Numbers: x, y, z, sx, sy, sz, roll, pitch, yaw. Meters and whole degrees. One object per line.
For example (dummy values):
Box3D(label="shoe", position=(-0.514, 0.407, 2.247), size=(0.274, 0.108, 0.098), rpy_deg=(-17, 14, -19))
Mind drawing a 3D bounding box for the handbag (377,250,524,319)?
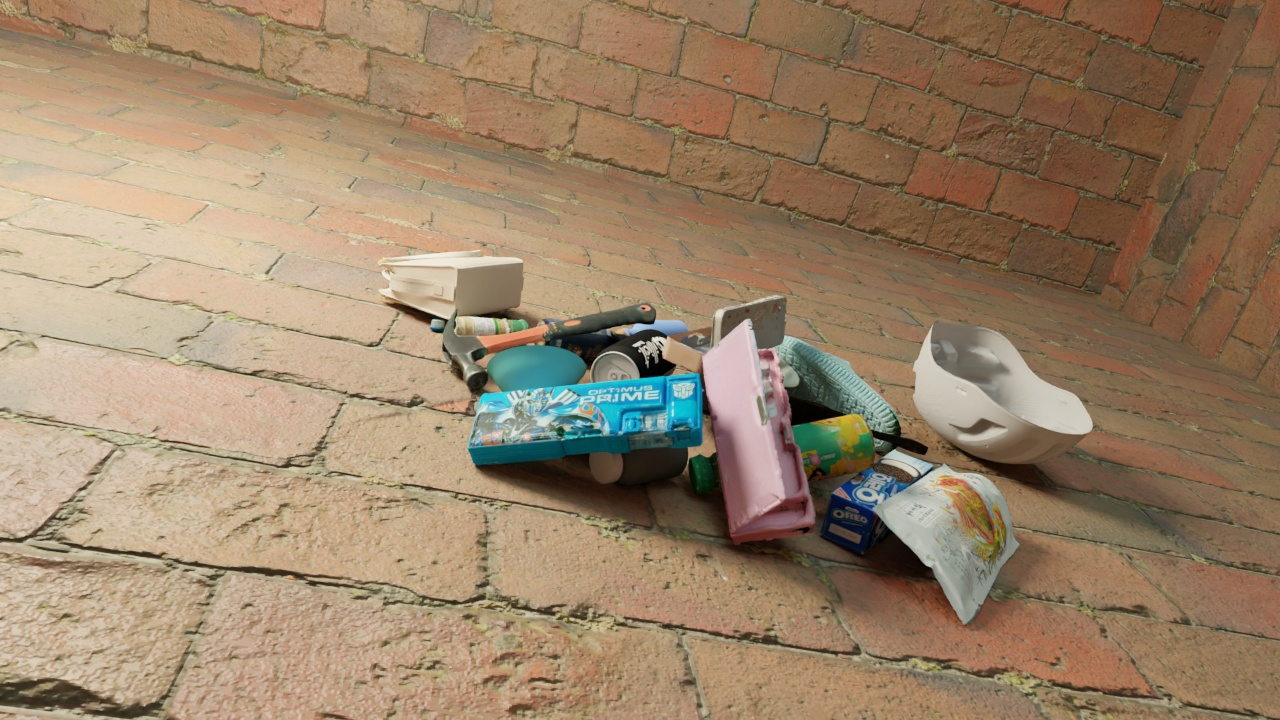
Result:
Box3D(label="handbag", position=(-0.308, -0.124, 1.389), size=(0.198, 0.101, 0.194), rpy_deg=(12, 14, 24))

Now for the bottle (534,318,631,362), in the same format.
Box3D(label="bottle", position=(-0.073, -0.026, 1.341), size=(0.160, 0.056, 0.056), rpy_deg=(7, 21, -25))

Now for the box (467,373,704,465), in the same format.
Box3D(label="box", position=(-0.053, 0.048, 1.007), size=(0.244, 0.064, 0.174), rpy_deg=(-6, 17, 8))

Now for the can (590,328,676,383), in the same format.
Box3D(label="can", position=(-0.007, 0.007, 1.261), size=(0.080, 0.080, 0.145), rpy_deg=(22, 20, 16))

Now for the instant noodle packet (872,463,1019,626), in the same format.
Box3D(label="instant noodle packet", position=(0.359, 0.192, 1.046), size=(0.147, 0.057, 0.268), rpy_deg=(50, 28, 18))

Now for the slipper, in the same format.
Box3D(label="slipper", position=(0.289, 0.038, 1.370), size=(0.069, 0.116, 0.276), rpy_deg=(-29, 46, -25))

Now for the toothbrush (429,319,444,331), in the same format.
Box3D(label="toothbrush", position=(-0.240, -0.047, 1.326), size=(0.132, 0.016, 0.021), rpy_deg=(3, 13, -33))

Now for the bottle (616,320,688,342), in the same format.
Box3D(label="bottle", position=(0.016, -0.040, 1.465), size=(0.131, 0.048, 0.048), rpy_deg=(-2, 26, -42))

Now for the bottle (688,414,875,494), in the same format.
Box3D(label="bottle", position=(0.159, 0.112, 1.051), size=(0.209, 0.068, 0.068), rpy_deg=(-10, 25, -10))

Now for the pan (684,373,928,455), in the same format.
Box3D(label="pan", position=(0.221, 0.086, 1.200), size=(0.355, 0.043, 0.249), rpy_deg=(17, -4, -17))

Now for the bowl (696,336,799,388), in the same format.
Box3D(label="bowl", position=(0.140, 0.026, 1.349), size=(0.174, 0.068, 0.174), rpy_deg=(16, 18, -6))

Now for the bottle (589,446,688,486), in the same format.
Box3D(label="bottle", position=(-0.001, 0.107, 1.015), size=(0.108, 0.060, 0.060), rpy_deg=(-5, 28, -42))

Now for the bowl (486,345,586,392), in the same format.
Box3D(label="bowl", position=(-0.126, 0.030, 1.115), size=(0.121, 0.121, 0.046), rpy_deg=(9, 60, -20))

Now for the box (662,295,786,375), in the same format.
Box3D(label="box", position=(0.120, -0.034, 1.286), size=(0.108, 0.095, 0.215), rpy_deg=(-3, 6, 33))

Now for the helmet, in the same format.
Box3D(label="helmet", position=(0.548, 0.058, 1.407), size=(0.223, 0.184, 0.282), rpy_deg=(-3, 19, -30))

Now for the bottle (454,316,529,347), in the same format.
Box3D(label="bottle", position=(-0.213, -0.039, 1.291), size=(0.109, 0.043, 0.042), rpy_deg=(3, 23, -31))

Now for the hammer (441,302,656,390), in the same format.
Box3D(label="hammer", position=(-0.114, -0.040, 1.257), size=(0.332, 0.033, 0.133), rpy_deg=(-12, 43, -34))

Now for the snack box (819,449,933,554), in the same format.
Box3D(label="snack box", position=(0.286, 0.163, 1.093), size=(0.059, 0.059, 0.225), rpy_deg=(23, 21, 29))

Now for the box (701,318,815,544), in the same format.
Box3D(label="box", position=(0.121, 0.069, 0.981), size=(0.099, 0.099, 0.232), rpy_deg=(-6, 54, 1))
